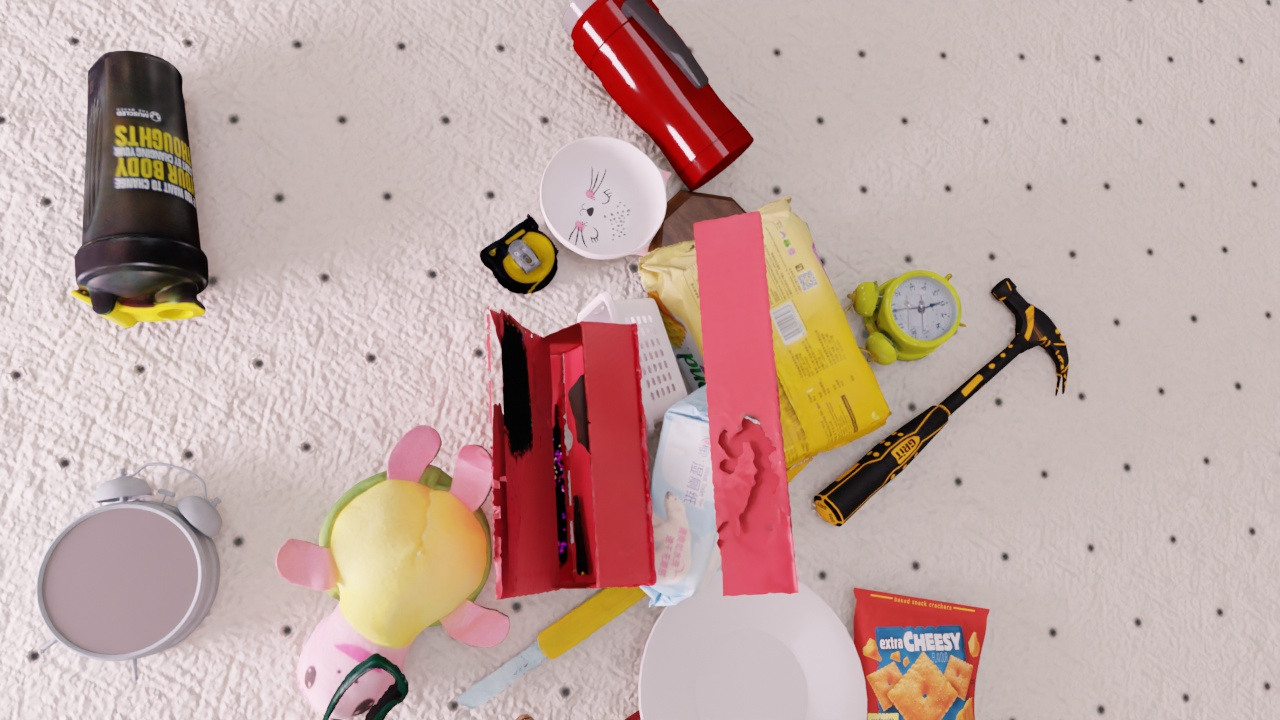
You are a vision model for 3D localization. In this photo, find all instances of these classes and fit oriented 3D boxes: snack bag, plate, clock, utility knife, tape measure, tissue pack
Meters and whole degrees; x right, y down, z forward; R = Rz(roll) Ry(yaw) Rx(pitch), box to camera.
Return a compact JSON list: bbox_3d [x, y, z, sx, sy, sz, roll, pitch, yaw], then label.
[{"bbox_3d":[0.118,-0.013,0.818,0.159,0.068,0.247,-27,94,-10],"label":"snack bag"},{"bbox_3d":[0.095,0.279,0.769,0.208,0.015,0.208,7,68,-18],"label":"plate"},{"bbox_3d":[0.065,-0.104,0.868,0.131,0.025,0.131,2,79,-10],"label":"plate"},{"bbox_3d":[-0.395,0.159,0.719,0.122,0.045,0.159,19,77,-7],"label":"clock"},{"bbox_3d":[-0.057,0.226,0.784,0.224,0.019,0.030,-31,80,-20],"label":"utility knife"},{"bbox_3d":[-0.105,-0.092,0.829,0.061,0.034,0.061,-42,91,-15],"label":"tape measure"},{"bbox_3d":[0.248,-0.040,0.876,0.119,0.057,0.083,-15,82,-7],"label":"clock"},{"bbox_3d":[0.053,0.106,0.748,0.070,0.111,0.182,17,111,20],"label":"tissue pack"},{"bbox_3d":[0.245,0.285,0.818,0.130,0.039,0.144,11,77,-7],"label":"snack bag"}]

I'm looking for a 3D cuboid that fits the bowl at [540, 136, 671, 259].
[{"bbox_3d":[-0.037,-0.143,0.843,0.114,0.051,0.114,2,79,-10],"label":"bowl"}]

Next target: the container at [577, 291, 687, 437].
[{"bbox_3d":[-0.005,0.005,0.809,0.049,0.081,0.129,-15,82,-25],"label":"container"}]

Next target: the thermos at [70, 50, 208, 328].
[{"bbox_3d":[-0.412,-0.138,0.753,0.098,0.098,0.220,-7,77,-12],"label":"thermos"}]

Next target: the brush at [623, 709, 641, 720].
[{"bbox_3d":[-0.022,0.352,0.753,0.173,0.042,0.082,-30,86,-15],"label":"brush"}]

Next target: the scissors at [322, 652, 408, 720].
[{"bbox_3d":[-0.190,0.325,0.710,0.204,0.015,0.202,26,105,-22],"label":"scissors"}]

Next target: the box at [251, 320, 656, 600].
[{"bbox_3d":[-0.198,0.105,0.823,0.479,0.171,0.214,-7,80,19],"label":"box"}]

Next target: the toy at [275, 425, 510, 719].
[{"bbox_3d":[-0.193,0.171,0.733,0.190,0.088,0.238,24,79,-22],"label":"toy"}]

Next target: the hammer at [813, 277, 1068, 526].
[{"bbox_3d":[0.290,0.052,0.878,0.320,0.036,0.123,-37,88,-18],"label":"hammer"}]

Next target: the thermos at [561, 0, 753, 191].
[{"bbox_3d":[0.018,-0.263,0.849,0.083,0.108,0.198,-38,90,-17],"label":"thermos"}]

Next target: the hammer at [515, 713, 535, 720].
[{"bbox_3d":[0.016,0.382,0.710,0.328,0.052,0.098,45,74,-16],"label":"hammer"}]
